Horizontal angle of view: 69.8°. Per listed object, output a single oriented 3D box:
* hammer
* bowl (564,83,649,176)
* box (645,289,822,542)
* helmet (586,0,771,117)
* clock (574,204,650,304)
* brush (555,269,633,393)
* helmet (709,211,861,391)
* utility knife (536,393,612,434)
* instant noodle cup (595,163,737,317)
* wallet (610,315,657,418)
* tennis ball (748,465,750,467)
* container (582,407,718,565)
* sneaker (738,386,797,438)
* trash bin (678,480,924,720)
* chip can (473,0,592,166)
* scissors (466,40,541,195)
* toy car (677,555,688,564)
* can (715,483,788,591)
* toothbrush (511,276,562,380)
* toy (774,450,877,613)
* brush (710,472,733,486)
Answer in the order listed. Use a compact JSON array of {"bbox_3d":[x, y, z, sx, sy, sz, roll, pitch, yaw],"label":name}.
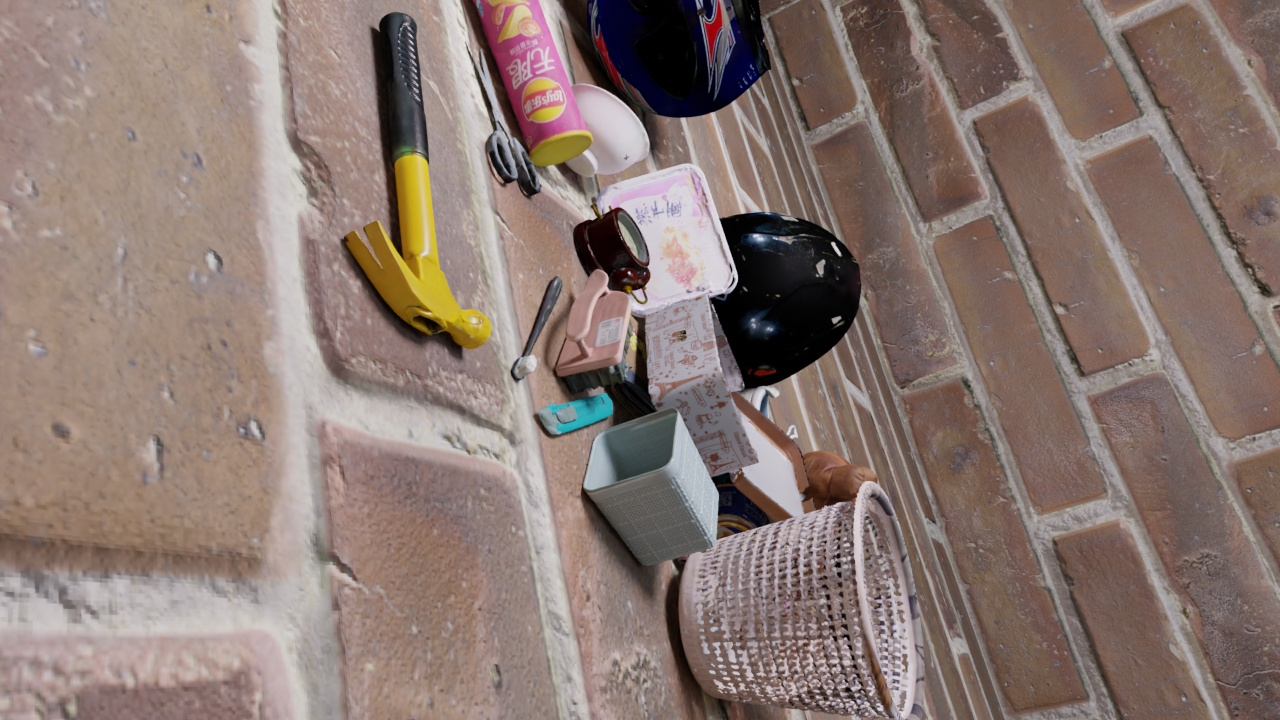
[{"bbox_3d":[-0.182,-0.157,0.724,0.128,0.033,0.300,35,38,-57],"label":"hammer"},{"bbox_3d":[-0.056,-0.253,1.063,0.064,0.118,0.118,-55,130,-19],"label":"bowl"},{"bbox_3d":[0.102,0.074,1.006,0.178,0.105,0.261,-91,157,-58],"label":"box"},{"bbox_3d":[0.041,-0.502,1.309,0.246,0.241,0.316,-85,156,-49],"label":"helmet"},{"bbox_3d":[-0.025,-0.116,1.031,0.122,0.055,0.082,65,20,0],"label":"clock"},{"bbox_3d":[-0.042,-0.034,0.898,0.145,0.063,0.073,-78,151,-57],"label":"brush"},{"bbox_3d":[0.162,-0.090,1.254,0.274,0.231,0.233,0,66,-46],"label":"helmet"},{"bbox_3d":[-0.056,0.047,0.851,0.151,0.013,0.029,-12,83,-69],"label":"utility knife"},{"bbox_3d":[0.030,-0.138,1.110,0.060,0.138,0.173,77,-3,-73],"label":"instant noodle cup"},{"bbox_3d":[-0.006,0.006,0.994,0.090,0.033,0.115,48,25,-40],"label":"wallet"},{"bbox_3d":[0.121,0.121,1.138,0.065,0.066,0.065,50,27,-38],"label":"tennis ball"},{"bbox_3d":[0.016,0.121,0.852,0.111,0.090,0.089,60,22,-28],"label":"container"},{"bbox_3d":[0.182,0.149,1.224,0.089,0.091,0.242,1,69,-66],"label":"sneaker"},{"bbox_3d":[0.151,0.242,0.880,0.227,0.192,0.227,40,44,-53],"label":"trash bin"},{"bbox_3d":[-0.119,-0.320,0.984,0.071,0.071,0.210,-5,74,-68],"label":"chip can"},{"bbox_3d":[-0.146,-0.247,0.930,0.168,0.014,0.155,58,22,-23],"label":"scissors"},{"bbox_3d":[0.039,0.149,0.950,0.056,0.037,0.122,-14,83,-68],"label":"toy car"},{"bbox_3d":[0.120,0.204,1.040,0.148,0.075,0.049,55,28,-32],"label":"can"},{"bbox_3d":[-0.090,-0.036,0.849,0.015,0.018,0.180,55,23,-23],"label":"toothbrush"},{"bbox_3d":[0.222,0.215,1.129,0.130,0.199,0.140,29,6,26],"label":"toy"},{"bbox_3d":[0.124,0.167,1.086,0.144,0.074,0.055,54,18,-33],"label":"brush"}]
